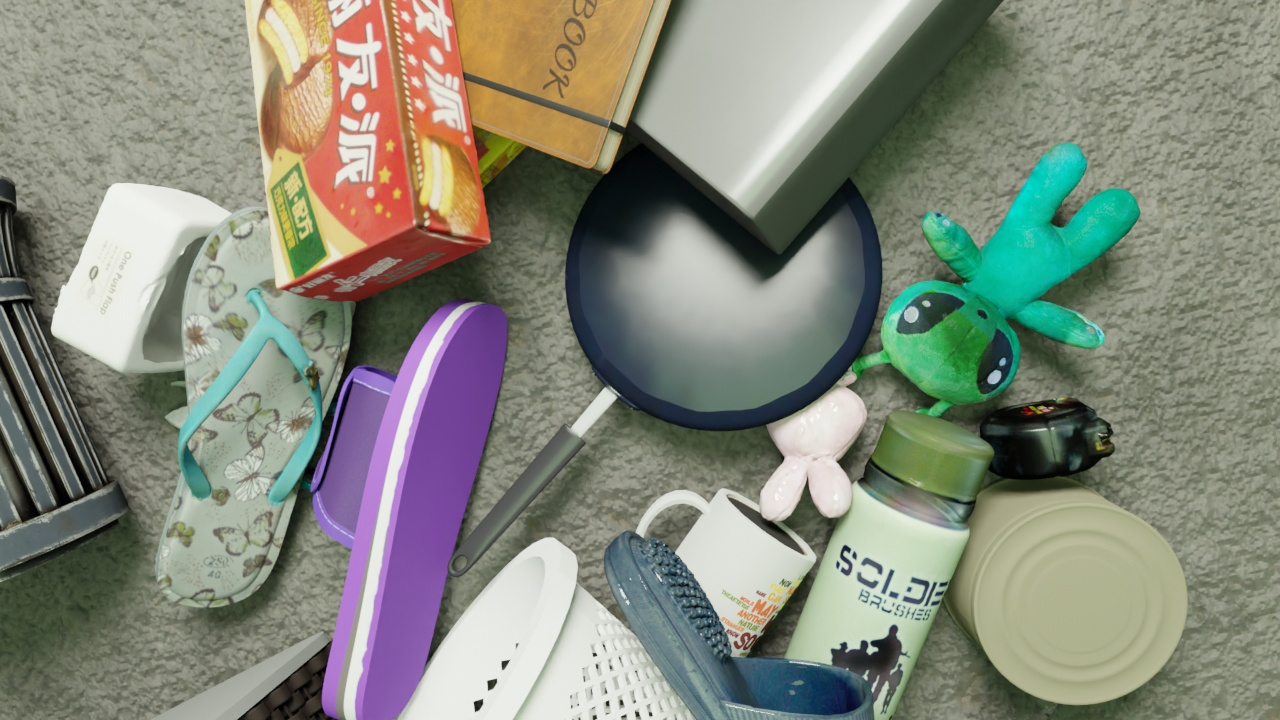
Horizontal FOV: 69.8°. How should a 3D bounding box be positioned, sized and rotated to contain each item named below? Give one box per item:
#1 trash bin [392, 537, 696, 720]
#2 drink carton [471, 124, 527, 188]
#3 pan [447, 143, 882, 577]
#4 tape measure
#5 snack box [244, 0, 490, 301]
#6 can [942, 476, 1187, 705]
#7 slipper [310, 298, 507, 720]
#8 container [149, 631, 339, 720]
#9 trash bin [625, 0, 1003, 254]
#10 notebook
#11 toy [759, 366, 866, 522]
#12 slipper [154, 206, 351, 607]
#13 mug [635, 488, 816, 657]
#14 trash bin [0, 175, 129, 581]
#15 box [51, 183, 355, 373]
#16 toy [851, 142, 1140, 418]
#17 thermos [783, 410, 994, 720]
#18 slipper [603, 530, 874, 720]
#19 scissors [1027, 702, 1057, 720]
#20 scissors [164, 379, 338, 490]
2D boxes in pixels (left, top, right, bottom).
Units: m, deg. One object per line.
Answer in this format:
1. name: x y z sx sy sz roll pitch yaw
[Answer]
1. trash bin: -0.031 0.246 0.557 0.199 0.195 0.195 38 96 -11
2. drink carton: -0.138 -0.118 0.588 0.134 0.043 0.058 -42 91 5
3. pan: -0.003 0.003 0.576 0.199 0.021 0.356 42 92 11
4. tape measure: 0.251 0.049 0.571 0.072 0.071 0.042 -9 98 9
5. snack box: -0.163 -0.162 0.527 0.113 0.060 0.236 -17 78 31
6. can: 0.261 0.141 0.576 0.128 0.073 0.128 0 96 3
7. slipper: -0.165 0.084 0.572 0.084 0.107 0.266 13 89 13
8. container: -0.260 0.346 0.542 0.246 0.247 0.243 -28 90 5
9. trash bin: 0.079 -0.206 0.516 0.192 0.097 0.220 44 98 20
10. notebook: -0.088 -0.211 0.527 0.249 0.014 0.178 27 102 33
11. toy: 0.109 0.050 0.580 0.064 0.047 0.109 -2 62 33
12. slipper: -0.233 0.043 0.565 0.098 0.055 0.269 3 111 -38
13. mug: 0.044 0.131 0.587 0.105 0.073 0.089 34 96 -1
14. trash bin: -0.429 0.022 0.562 0.164 0.164 0.227 -18 98 4
15. box: -0.260 -0.030 0.583 0.137 0.128 0.108 30 97 9
16. toy: 0.215 -0.039 0.568 0.130 0.072 0.194 40 105 1
17. thermos: 0.150 0.146 0.575 0.082 0.082 0.231 19 100 1
18. slipper: 0.083 0.191 0.504 0.082 0.101 0.263 -37 89 7
19. scissors: 0.205 0.267 0.593 0.162 0.012 0.158 8 120 19
20. scissors: -0.241 0.048 0.622 0.124 0.019 0.156 -36 94 5
